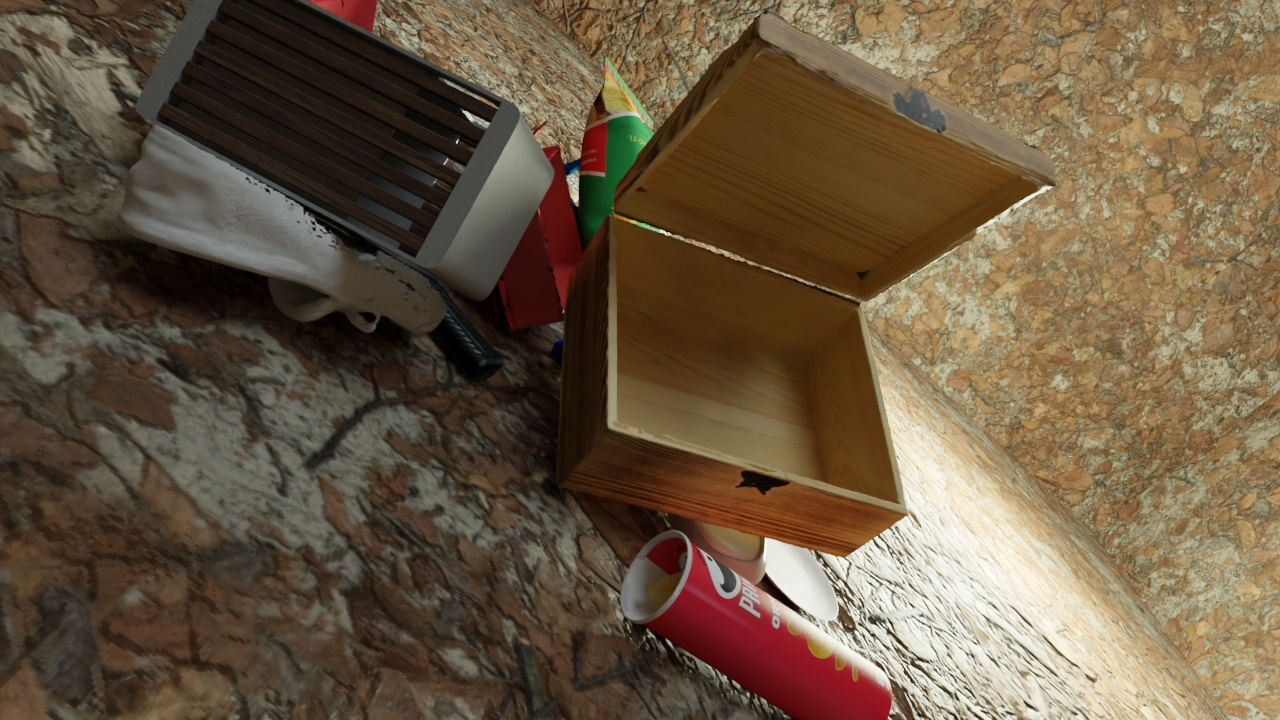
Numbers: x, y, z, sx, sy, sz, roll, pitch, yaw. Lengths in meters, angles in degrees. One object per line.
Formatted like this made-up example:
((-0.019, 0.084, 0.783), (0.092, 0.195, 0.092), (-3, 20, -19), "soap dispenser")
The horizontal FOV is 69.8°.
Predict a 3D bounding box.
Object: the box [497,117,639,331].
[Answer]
((-0.068, -0.143, 0.886), (0.213, 0.153, 0.165), (-89, 171, -67), "box")

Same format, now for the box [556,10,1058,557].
((0.125, -0.065, 0.728), (0.279, 0.336, 0.285), (16, 46, -20), "box")

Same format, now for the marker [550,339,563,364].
((-0.052, -0.015, 0.934), (0.027, 0.023, 0.133), (26, 15, 13), "marker")

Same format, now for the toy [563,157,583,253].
((-0.087, -0.173, 1.095), (0.071, 0.113, 0.176), (9, 46, -38), "toy")

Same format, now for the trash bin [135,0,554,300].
((-0.192, -0.149, 0.627), (0.229, 0.114, 0.114), (28, -3, 8), "trash bin")

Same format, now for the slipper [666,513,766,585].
((0.065, 0.085, 0.845), (0.113, 0.081, 0.265), (15, 31, -18), "slipper")

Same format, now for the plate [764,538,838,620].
((0.142, 0.201, 0.900), (0.134, 0.011, 0.134), (39, 19, -16), "plate")

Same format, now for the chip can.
((0.090, 0.209, 0.675), (0.220, 0.069, 0.069), (37, 20, -23), "chip can")

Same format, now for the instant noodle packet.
((-0.016, -0.187, 1.056), (0.195, 0.090, 0.252), (22, 69, -73), "instant noodle packet")

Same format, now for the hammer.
((-0.220, -0.109, 0.764), (0.318, 0.032, 0.130), (50, 18, 14), "hammer")

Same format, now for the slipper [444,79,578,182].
((-0.187, -0.277, 1.172), (0.263, 0.052, 0.115), (31, 20, -25), "slipper")

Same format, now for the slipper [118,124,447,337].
((-0.217, -0.064, 0.598), (0.112, 0.075, 0.246), (44, 7, 29), "slipper")
